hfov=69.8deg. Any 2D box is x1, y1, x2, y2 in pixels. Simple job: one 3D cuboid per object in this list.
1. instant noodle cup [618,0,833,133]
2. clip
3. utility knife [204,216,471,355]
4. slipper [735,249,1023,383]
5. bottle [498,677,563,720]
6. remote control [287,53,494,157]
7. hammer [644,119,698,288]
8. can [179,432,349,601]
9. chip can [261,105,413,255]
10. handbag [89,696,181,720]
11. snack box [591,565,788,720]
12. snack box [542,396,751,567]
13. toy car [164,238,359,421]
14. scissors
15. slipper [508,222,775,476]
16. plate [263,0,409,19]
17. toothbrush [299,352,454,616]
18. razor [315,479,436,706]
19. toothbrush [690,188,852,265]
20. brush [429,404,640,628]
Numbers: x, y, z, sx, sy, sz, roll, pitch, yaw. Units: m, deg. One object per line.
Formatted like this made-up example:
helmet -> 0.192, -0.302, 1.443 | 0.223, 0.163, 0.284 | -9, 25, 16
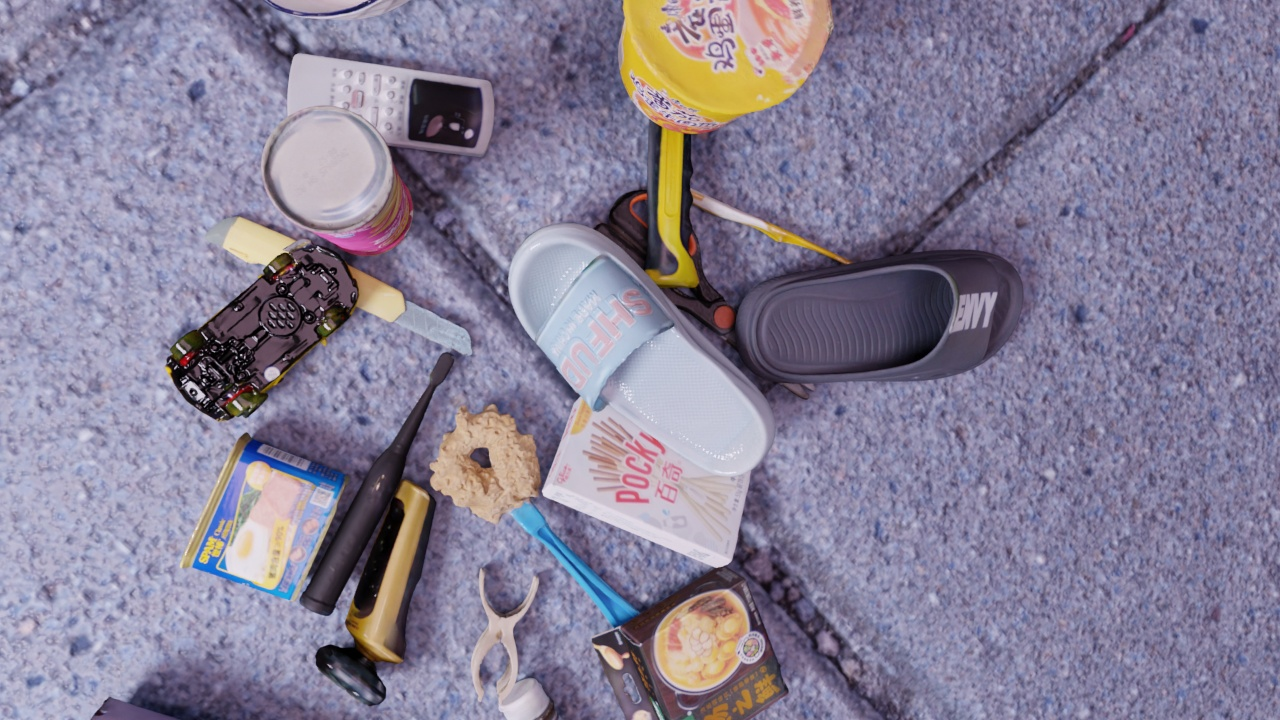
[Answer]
instant noodle cup -> 0.047, -0.226, 0.644 | 0.138, 0.110, 0.138 | 0, 88, -11
clip -> -0.112, 0.216, 0.724 | 0.071, 0.035, 0.100 | 12, 86, -11
utility knife -> -0.222, -0.056, 0.691 | 0.210, 0.022, 0.031 | 26, 91, -5
slipper -> 0.211, -0.028, 0.738 | 0.267, 0.083, 0.111 | -7, 100, -18
bottle -> -0.050, 0.345, 0.739 | 0.079, 0.044, 0.195 | -31, 98, -9
remote control -> -0.186, -0.190, 0.688 | 0.150, 0.021, 0.058 | 4, 93, -11
hammer -> 0.021, -0.218, 0.712 | 0.126, 0.032, 0.323 | 2, 89, -10
can -> -0.273, 0.116, 0.673 | 0.083, 0.057, 0.102 | 25, 89, -14
chip can -> -0.189, -0.108, 0.596 | 0.071, 0.210, 0.071 | -1, 94, -11
handbag -> -0.317, 0.341, 0.657 | 0.197, 0.098, 0.145 | 24, 90, -11
snack box -> 0.042, 0.246, 0.739 | 0.125, 0.053, 0.113 | -27, 105, -20
snack box -> 0.009, 0.095, 0.725 | 0.156, 0.027, 0.084 | 25, 58, -12
toy car -> -0.272, -0.021, 0.671 | 0.156, 0.041, 0.071 | -43, 100, -1
scissors -> 0.046, -0.031, 0.741 | 0.141, 0.022, 0.235 | -32, 96, -15
slipper -> -0.004, 0.004, 0.687 | 0.245, 0.074, 0.104 | 41, 120, -4
plate -> -0.195, -0.326, 0.626 | 0.205, 0.045, 0.204 | -2, 85, 17
toothbrush -> -0.194, 0.088, 0.691 | 0.026, 0.027, 0.212 | 28, 80, -12
razor -> -0.196, 0.173, 0.694 | 0.067, 0.062, 0.167 | 23, 82, -46
toothbrush -> 0.108, -0.103, 0.757 | 0.191, 0.016, 0.018 | 21, 98, -13
brush -> -0.070, 0.140, 0.728 | 0.083, 0.046, 0.254 | -42, 104, -10
